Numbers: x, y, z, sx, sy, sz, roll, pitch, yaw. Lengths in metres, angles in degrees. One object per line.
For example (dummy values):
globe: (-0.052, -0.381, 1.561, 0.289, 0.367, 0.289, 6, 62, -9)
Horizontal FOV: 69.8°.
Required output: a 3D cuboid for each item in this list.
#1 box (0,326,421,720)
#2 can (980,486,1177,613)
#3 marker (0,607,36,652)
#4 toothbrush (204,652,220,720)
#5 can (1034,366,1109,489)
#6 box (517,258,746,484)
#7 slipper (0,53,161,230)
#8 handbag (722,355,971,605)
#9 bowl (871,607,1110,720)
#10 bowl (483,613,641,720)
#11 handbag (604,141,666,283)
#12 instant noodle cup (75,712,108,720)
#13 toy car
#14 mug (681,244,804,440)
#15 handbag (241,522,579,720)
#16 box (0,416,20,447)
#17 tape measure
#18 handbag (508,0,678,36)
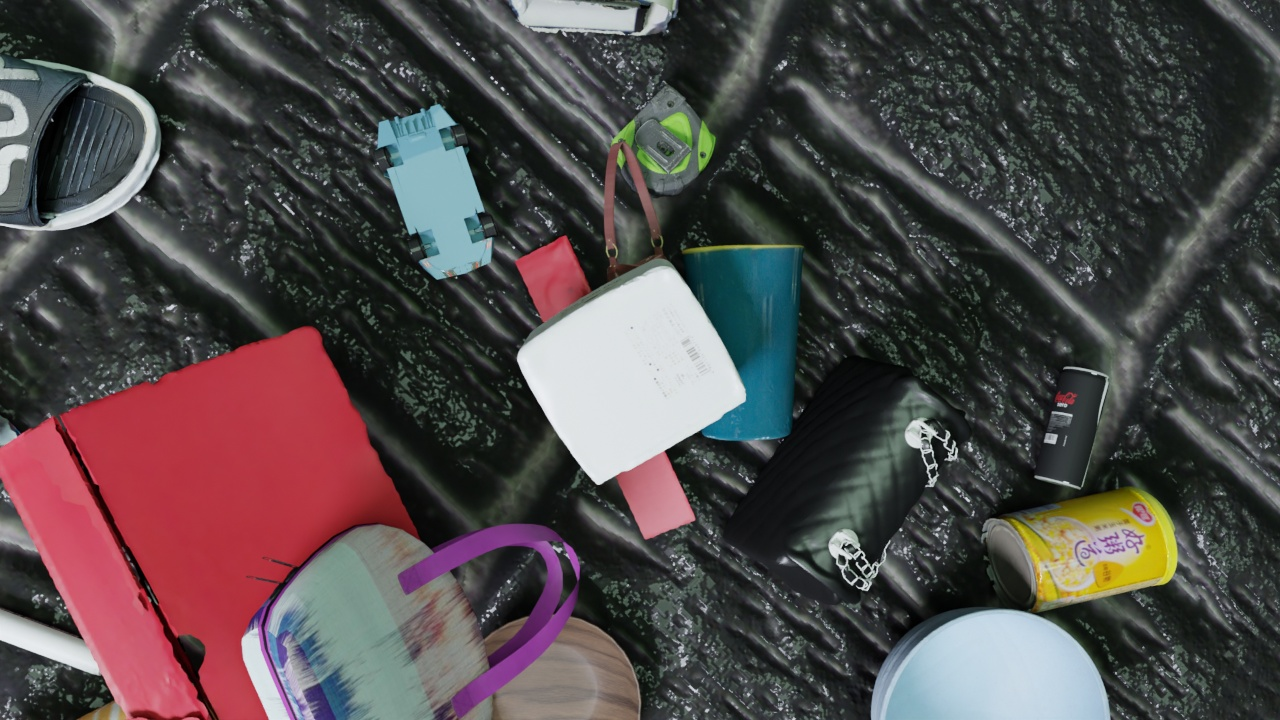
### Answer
box: (-0.319, 0.161, 0.481, 0.425, 0.128, 0.213, -26, 93, -5)
can: (0.294, 0.127, 0.617, 0.105, 0.068, 0.067, -11, 90, -6)
marker: (-0.388, 0.164, 0.564, 0.133, 0.020, 0.017, 23, 82, -5)
toothbrush: (-0.266, 0.167, 0.582, 0.021, 0.017, 0.135, 1, 91, -3)
can: (0.299, 0.047, 0.636, 0.031, 0.031, 0.080, 16, 87, -6)
box: (-0.004, 0.000, 0.557, 0.108, 0.101, 0.102, -30, 103, 8)
slipper: (-0.431, -0.145, 0.546, 0.264, 0.063, 0.111, 14, 87, -3)
handbag: (0.143, 0.086, 0.572, 0.114, 0.125, 0.153, 39, 85, -4)
bowl: (0.216, 0.229, 0.603, 0.150, 0.075, 0.150, 0, 89, -6)
bowl: (-0.061, 0.220, 0.593, 0.119, 0.032, 0.119, 0, 89, -6)
handbag: (-0.005, -0.079, 0.589, 0.055, 0.029, 0.120, -18, 104, -38)
instant noodle cup: (-0.315, 0.261, 0.526, 0.121, 0.123, 0.123, -32, 92, -14)
toy car: (-0.130, -0.106, 0.593, 0.060, 0.027, 0.108, -19, 91, -6)
mug: (0.067, -0.012, 0.593, 0.078, 0.078, 0.121, -2, 94, -7)
handbag: (-0.102, 0.138, 0.472, 0.169, 0.068, 0.144, -24, 93, -41)
box: (-0.486, 0.097, 0.548, 0.230, 0.063, 0.084, -41, 68, -5)
tape measure: (0.016, -0.141, 0.606, 0.058, 0.036, 0.065, 41, 85, -5)
handbag: (0.005, -0.291, 0.589, 0.176, 0.074, 0.151, 4, 88, -7)
